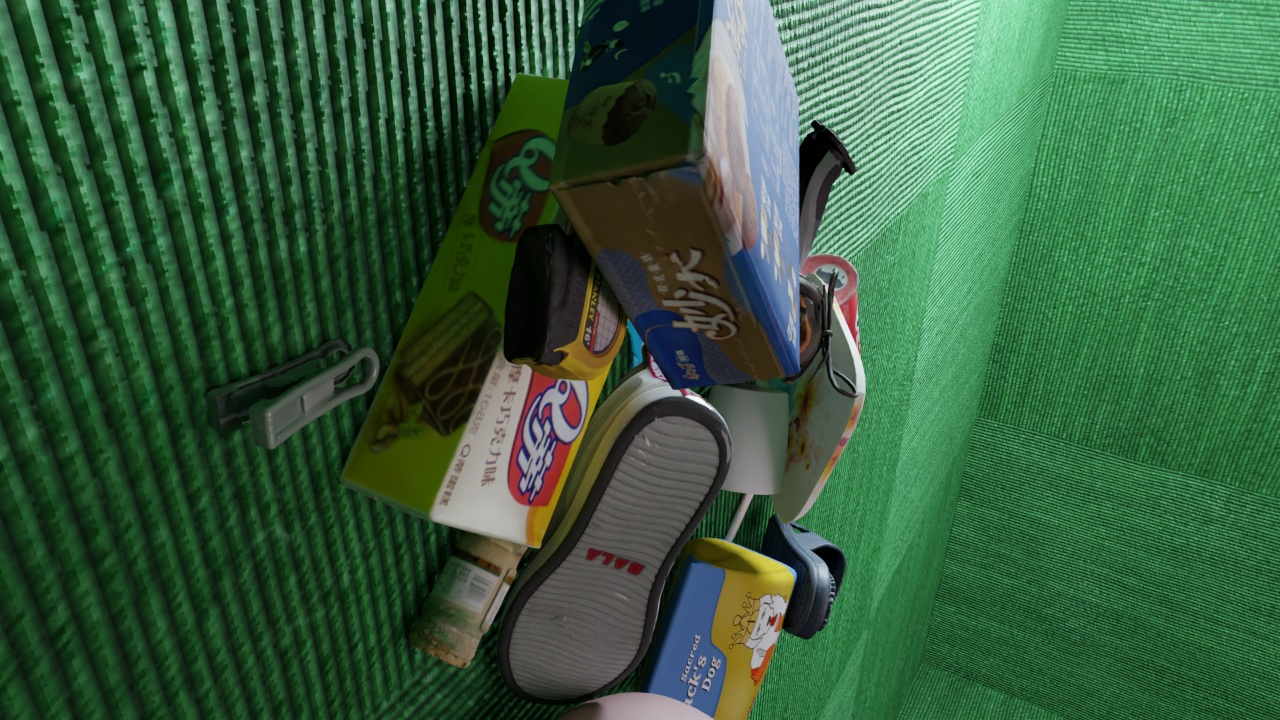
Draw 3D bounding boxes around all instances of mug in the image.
[{"bbox_3d":[0.091,0.066,0.835,0.114,0.081,0.087,-132,-130,-85],"label":"mug"}]

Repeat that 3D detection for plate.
[{"bbox_3d":[0.148,0.034,0.823,0.186,0.016,0.187,-98,-159,-50],"label":"plate"}]

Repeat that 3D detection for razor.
[{"bbox_3d":[0.149,-0.137,0.843,0.057,0.060,0.156,-111,-140,-60],"label":"razor"}]

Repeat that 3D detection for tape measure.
[{"bbox_3d":[-0.035,-0.023,0.424,0.064,0.037,0.065,16,76,-58],"label":"tape measure"}]

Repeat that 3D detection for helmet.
[{"bbox_3d":[-0.038,0.330,0.620,0.229,0.152,0.256,-17,147,-57],"label":"helmet"}]

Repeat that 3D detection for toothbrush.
[{"bbox_3d":[0.092,0.197,0.963,0.180,0.018,0.016,-63,152,-22],"label":"toothbrush"}]

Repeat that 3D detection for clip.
[{"bbox_3d":[-0.136,0.014,0.385,0.078,0.049,0.023,-26,129,-49],"label":"clip"}]

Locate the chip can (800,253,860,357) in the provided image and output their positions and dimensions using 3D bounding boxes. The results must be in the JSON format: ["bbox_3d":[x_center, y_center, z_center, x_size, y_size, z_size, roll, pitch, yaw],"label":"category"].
[{"bbox_3d":[0.205,-0.013,1.001,0.073,0.073,0.233,-60,151,-26],"label":"chip can"}]

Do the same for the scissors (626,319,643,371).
[{"bbox_3d":[-0.005,0.002,0.668,0.114,0.013,0.140,-60,153,-30],"label":"scissors"}]

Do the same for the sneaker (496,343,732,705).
[{"bbox_3d":[-0.028,0.111,0.612,0.128,0.096,0.264,-102,-147,-64],"label":"sneaker"}]

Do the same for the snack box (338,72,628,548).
[{"bbox_3d":[-0.060,-0.023,0.490,0.110,0.062,0.230,40,68,-61],"label":"snack box"}]

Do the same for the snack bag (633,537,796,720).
[{"bbox_3d":[0.054,0.245,0.810,0.205,0.102,0.159,21,88,-67],"label":"snack bag"}]

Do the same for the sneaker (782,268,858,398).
[{"bbox_3d":[0.119,-0.029,0.739,0.237,0.143,0.101,25,82,-67],"label":"sneaker"}]

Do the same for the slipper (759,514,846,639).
[{"bbox_3d":[0.178,0.236,0.973,0.263,0.082,0.101,-144,-108,-87],"label":"slipper"}]

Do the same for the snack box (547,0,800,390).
[{"bbox_3d":[0.030,-0.112,0.455,0.155,0.069,0.202,57,31,-50],"label":"snack box"}]

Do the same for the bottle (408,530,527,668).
[{"bbox_3d":[-0.092,0.120,0.535,0.111,0.043,0.043,-64,152,-17],"label":"bottle"}]
